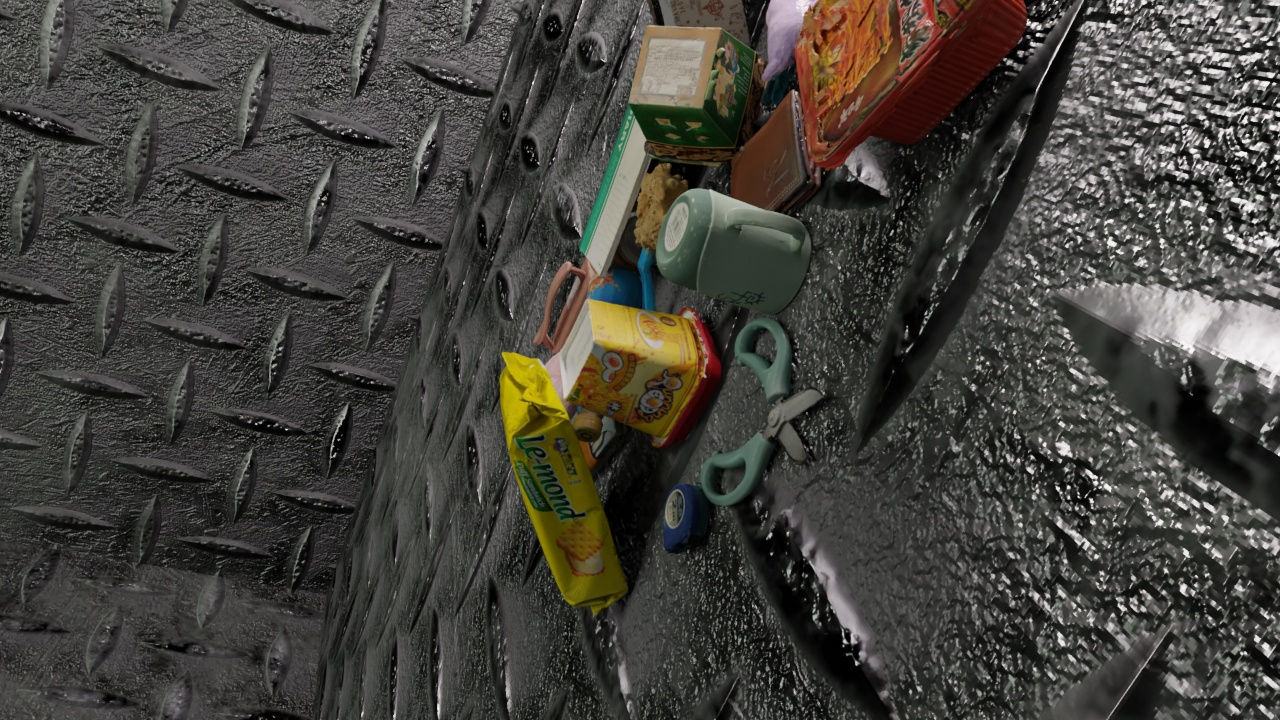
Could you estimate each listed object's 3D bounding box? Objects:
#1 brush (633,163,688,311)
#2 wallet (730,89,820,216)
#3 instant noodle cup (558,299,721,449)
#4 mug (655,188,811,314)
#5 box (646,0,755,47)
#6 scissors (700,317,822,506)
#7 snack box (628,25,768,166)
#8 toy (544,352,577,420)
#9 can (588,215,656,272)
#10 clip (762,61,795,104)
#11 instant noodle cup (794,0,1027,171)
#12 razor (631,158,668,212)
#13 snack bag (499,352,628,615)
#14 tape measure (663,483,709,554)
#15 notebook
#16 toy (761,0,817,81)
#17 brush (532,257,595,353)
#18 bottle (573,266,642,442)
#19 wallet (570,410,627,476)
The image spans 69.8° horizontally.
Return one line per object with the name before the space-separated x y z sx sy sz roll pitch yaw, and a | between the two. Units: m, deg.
brush | 0.012 -0.081 0.975 0.083 0.045 0.255 -141 54 -65
wallet | 0.115 -0.162 0.818 0.125 0.032 0.101 136 142 -54
instant noodle cup | -0.005 0.005 0.868 0.116 0.123 0.116 -102 34 -52
mug | 0.080 -0.094 0.748 0.112 0.106 0.082 -29 47 61
box | 0.099 -0.435 0.997 0.180 0.197 0.157 -113 2 -58
scissors | 0.089 0.054 0.743 0.182 0.019 0.170 -63 25 25
snack box | 0.048 -0.264 0.885 0.118 0.105 0.118 11 86 26
toy | -0.095 0.031 1.188 0.160 0.054 0.121 -45 36 38
can | -0.018 -0.133 1.093 0.116 0.058 0.058 167 117 -67
clip | 0.133 -0.270 0.872 0.057 0.014 0.045 -69 23 6
instant noodle cup | 0.183 -0.228 0.622 0.189 0.079 0.164 -47 33 49
razor | 0.016 -0.253 1.107 0.067 0.062 0.168 -51 -10 -53
snack bag | -0.086 0.122 0.916 0.158 0.068 0.247 -133 26 -66
tape measure | 0.041 0.135 0.796 0.055 0.025 0.058 -42 41 52
notebook | -0.021 -0.210 1.060 0.150 0.012 0.209 -126 55 -66
toy | 0.144 -0.315 0.842 0.084 0.039 0.107 -25 45 37
brush | -0.093 -0.067 1.218 0.063 0.073 0.146 -99 30 -47
bottle | -0.042 -0.008 1.016 0.065 0.065 0.218 -50 24 48
wallet | -0.056 0.080 1.067 0.130 0.037 0.106 127 152 -43
